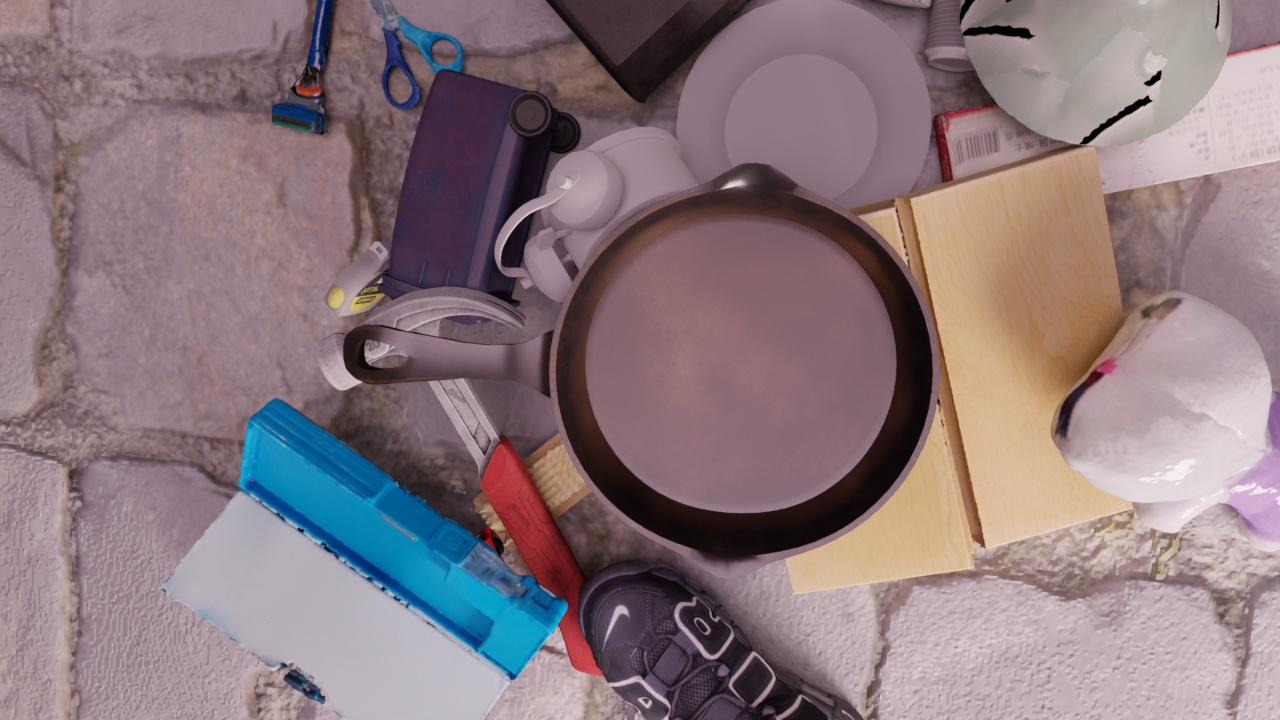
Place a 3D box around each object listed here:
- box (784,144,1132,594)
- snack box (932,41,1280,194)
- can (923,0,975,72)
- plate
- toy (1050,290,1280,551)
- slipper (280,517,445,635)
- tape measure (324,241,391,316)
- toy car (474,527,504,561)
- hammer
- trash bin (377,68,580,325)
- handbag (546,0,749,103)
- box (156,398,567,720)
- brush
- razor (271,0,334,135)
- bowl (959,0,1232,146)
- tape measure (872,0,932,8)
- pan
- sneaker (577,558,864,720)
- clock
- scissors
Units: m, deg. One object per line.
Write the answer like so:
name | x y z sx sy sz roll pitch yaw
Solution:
box | 0.193 0.012 0.609 0.257 0.076 0.247 -16 104 2
snack box | 0.338 -0.155 0.603 0.273 0.044 0.076 -11 99 9
can | 0.219 -0.250 0.609 0.044 0.044 0.106 11 96 6
plate | 0.112 -0.162 0.642 0.173 0.019 0.173 1 94 7
toy | 0.358 0.048 0.569 0.209 0.085 0.138 22 98 -19
slipper | -0.231 0.176 0.693 0.214 0.059 0.104 1 97 6
tape measure | -0.196 -0.060 0.667 0.065 0.064 0.017 -44 88 12
toy car | -0.108 0.172 0.686 0.025 0.038 0.089 -22 91 11
hammer | -0.085 0.095 0.635 0.126 0.036 0.316 -25 109 5
trash bin | -0.112 -0.108 0.639 0.092 0.093 0.161 17 99 6
handbag | 0.006 -0.313 0.602 0.199 0.102 0.197 -42 89 8
box | -0.187 0.154 0.641 0.243 0.075 0.167 35 103 3
brush | -0.070 0.092 0.674 0.117 0.039 0.049 -38 90 13
razor | -0.238 -0.239 0.681 0.044 0.018 0.141 15 95 9
bowl | 0.284 -0.220 0.543 0.174 0.068 0.174 0 81 -1
tape measure | 0.174 -0.270 0.612 0.062 0.020 0.060 24 107 36
pan | -0.004 0.003 0.565 0.356 0.043 0.249 4 101 4
sneaker | 0.058 0.242 0.601 0.252 0.150 0.097 38 95 -7
clock | -0.025 -0.095 0.603 0.158 0.120 0.061 -17 65 -31
scissors | -0.189 -0.249 0.677 0.073 0.016 0.134 -37 88 11
